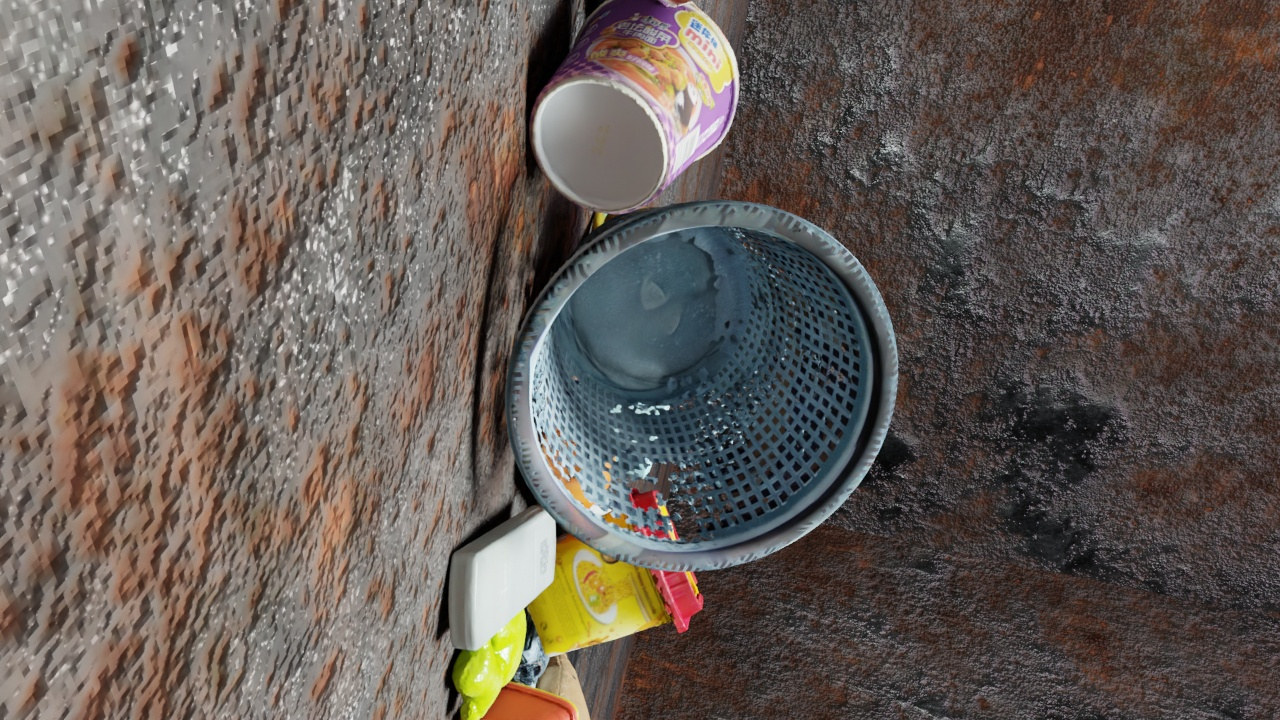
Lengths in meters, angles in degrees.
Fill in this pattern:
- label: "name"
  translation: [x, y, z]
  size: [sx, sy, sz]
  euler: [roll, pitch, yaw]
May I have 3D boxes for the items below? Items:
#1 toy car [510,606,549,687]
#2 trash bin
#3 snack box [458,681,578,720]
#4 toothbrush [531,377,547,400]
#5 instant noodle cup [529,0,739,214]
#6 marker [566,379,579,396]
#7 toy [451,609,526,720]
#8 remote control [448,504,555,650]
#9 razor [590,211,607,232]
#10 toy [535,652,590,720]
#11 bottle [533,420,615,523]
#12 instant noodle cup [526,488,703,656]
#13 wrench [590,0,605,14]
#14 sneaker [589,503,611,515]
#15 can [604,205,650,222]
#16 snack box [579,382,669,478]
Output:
- label: "toy car"
  translation: [-0.093, 0.247, 0.785]
  size: [0.106, 0.031, 0.048]
  euler: [97, 9, -51]
- label: "trash bin"
  translation: [0.024, -0.009, 0.604]
  size: [0.195, 0.226, 0.227]
  euler: [-114, -149, -68]
- label: "snack box"
  translation: [-0.094, 0.277, 0.628]
  size: [0.080, 0.082, 0.091]
  euler: [14, 86, -71]
- label: "toothbrush"
  translation: [-0.057, 0.001, 0.713]
  size: [0.029, 0.020, 0.189]
  euler: [-41, -176, 15]
- label: "instant noodle cup"
  translation: [-0.009, -0.144, 0.533]
  size: [0.099, 0.111, 0.112]
  euler: [-59, 161, -47]
- label: "marker"
  translation: [-0.055, 0.048, 0.848]
  size: [0.146, 0.017, 0.016]
  euler: [87, 15, -68]
- label: "toy"
  translation: [-0.098, 0.194, 0.616]
  size: [0.099, 0.031, 0.097]
  euler: [-72, 167, -52]
- label: "remote control"
  translation: [-0.086, 0.134, 0.591]
  size: [0.150, 0.021, 0.058]
  euler: [-10, 102, -78]
- label: "razor"
  translation: [-0.021, -0.130, 0.769]
  size: [0.043, 0.028, 0.132]
  euler: [94, 11, -58]
- label: "toy"
  translation: [-0.085, 0.339, 0.831]
  size: [0.144, 0.082, 0.225]
  euler: [132, -27, -61]
- label: "bottle"
  translation: [-0.057, 0.094, 0.710]
  size: [0.150, 0.067, 0.066]
  euler: [107, -3, -64]
- label: "instant noodle cup"
  translation: [-0.026, 0.172, 0.730]
  size: [0.116, 0.123, 0.116]
  euler: [58, 9, -81]
- label: "wrench"
  translation: [-0.016, -0.281, 0.588]
  size: [0.056, 0.016, 0.274]
  euler: [-66, 166, -68]
- label: "sneaker"
  translation: [-0.036, 0.189, 0.893]
  size: [0.088, 0.118, 0.241]
  euler: [-59, 168, -1]
- label: "can"
  translation: [-0.013, -0.066, 0.823]
  size: [0.058, 0.058, 0.146]
  euler: [-43, 143, -80]
- label: "snack box"
  translation: [-0.004, 0.004, 0.757]
  size: [0.051, 0.074, 0.175]
  euler: [26, 82, -85]
